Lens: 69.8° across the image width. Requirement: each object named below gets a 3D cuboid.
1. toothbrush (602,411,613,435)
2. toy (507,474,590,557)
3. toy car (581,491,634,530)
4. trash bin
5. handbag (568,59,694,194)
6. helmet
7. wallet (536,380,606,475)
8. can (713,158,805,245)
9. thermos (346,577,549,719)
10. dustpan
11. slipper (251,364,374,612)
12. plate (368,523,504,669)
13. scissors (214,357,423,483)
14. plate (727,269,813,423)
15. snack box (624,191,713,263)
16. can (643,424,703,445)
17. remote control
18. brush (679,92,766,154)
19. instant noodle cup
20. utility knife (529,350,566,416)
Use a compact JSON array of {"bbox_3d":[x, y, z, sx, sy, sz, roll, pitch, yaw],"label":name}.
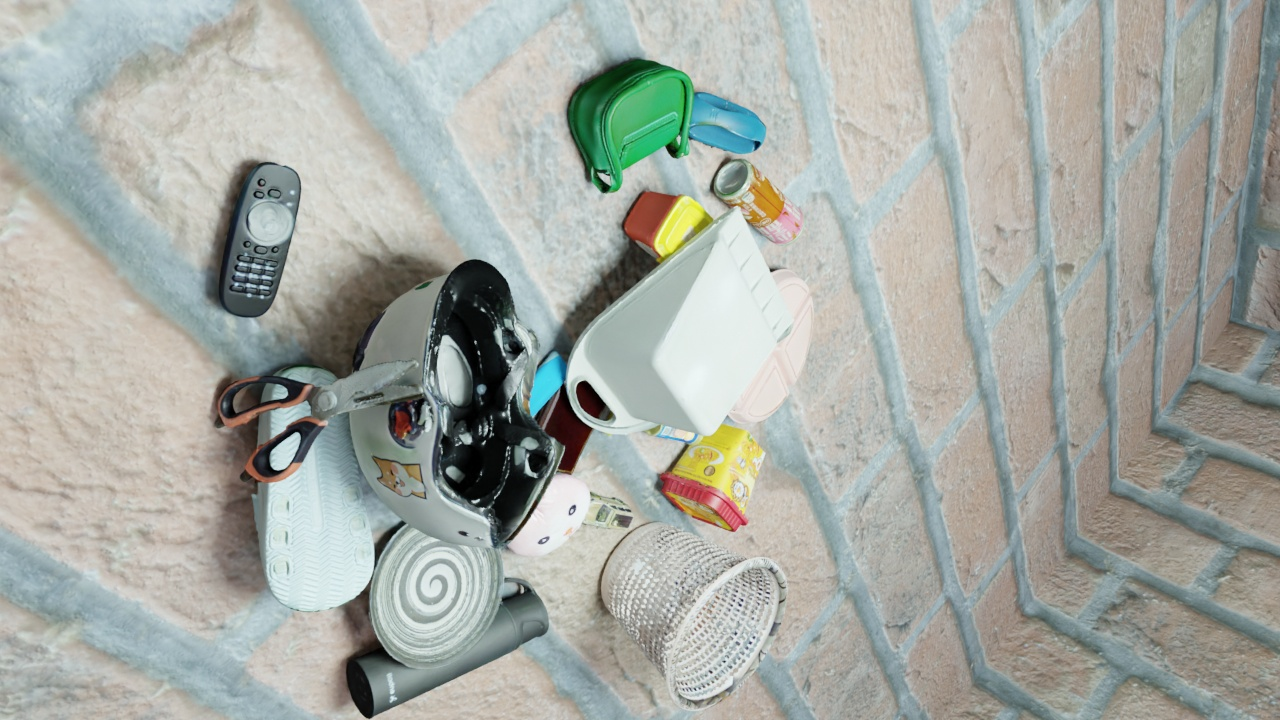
[{"bbox_3d":[-0.007,0.007,1.165,0.016,0.016,0.190,20,96,-43],"label":"toothbrush"},{"bbox_3d":[-0.127,0.180,1.109,0.121,0.054,0.159,-48,137,1],"label":"toy"},{"bbox_3d":[-0.048,0.203,1.216,0.090,0.035,0.042,23,93,-46],"label":"toy car"},{"bbox_3d":[0.059,0.331,1.269,0.226,0.192,0.228,-22,124,-36],"label":"trash bin"},{"bbox_3d":[-0.004,-0.254,0.989,0.131,0.068,0.120,-36,133,-25],"label":"handbag"},{"bbox_3d":[-0.194,0.049,0.889,0.229,0.157,0.274,-54,133,-65],"label":"helmet"},{"bbox_3d":[-0.089,0.078,1.120,0.096,0.020,0.122,24,93,-52],"label":"wallet"},{"bbox_3d":[0.155,-0.202,1.180,0.147,0.058,0.058,27,91,-48],"label":"can"},{"bbox_3d":[-0.227,0.333,1.097,0.241,0.069,0.090,-15,89,-41],"label":"thermos"},{"bbox_3d":[0.038,-0.024,1.099,0.257,0.143,0.223,-58,139,-22],"label":"dustpan"},{"bbox_3d":[-0.323,0.124,0.881,0.103,0.074,0.245,-9,101,-40],"label":"slipper"},{"bbox_3d":[-0.232,0.258,1.045,0.179,0.024,0.179,1,88,-44],"label":"plate"},{"bbox_3d":[-0.278,0.050,0.790,0.204,0.202,0.015,-66,163,13],"label":"scissors"},{"bbox_3d":[0.186,-0.016,1.303,0.228,0.028,0.230,-31,131,-43],"label":"plate"},{"bbox_3d":[0.034,-0.150,1.073,0.091,0.080,0.082,36,84,-48],"label":"snack box"},{"bbox_3d":[0.050,0.056,1.217,0.083,0.057,0.102,16,99,-45],"label":"can"},{"bbox_3d":[-0.328,-0.103,0.786,0.053,0.024,0.136,9,103,-45],"label":"remote control"},{"bbox_3d":[0.100,-0.277,1.075,0.143,0.074,0.055,5,101,-45],"label":"brush"},{"bbox_3d":[0.109,0.159,1.297,0.123,0.116,0.116,-60,139,-18],"label":"instant noodle cup"},{"bbox_3d":[-0.157,0.080,1.053,0.034,0.018,0.216,42,80,-13],"label":"utility knife"}]
